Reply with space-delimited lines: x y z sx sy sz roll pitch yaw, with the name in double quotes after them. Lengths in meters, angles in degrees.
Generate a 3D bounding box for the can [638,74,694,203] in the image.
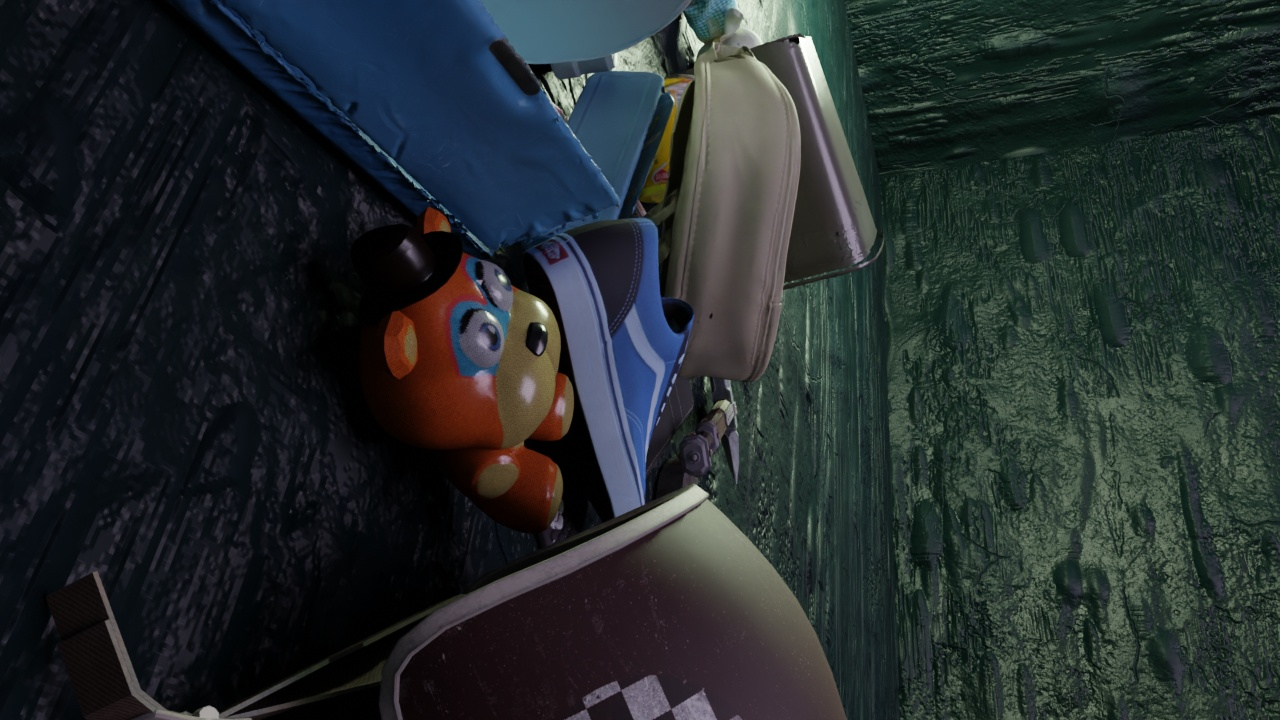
0.026 -0.196 0.825 0.067 0.068 0.105 -10 94 -70 "can"

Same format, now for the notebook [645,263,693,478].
-0.004 0.004 0.747 0.208 0.029 0.169 -44 125 -63 "notebook"

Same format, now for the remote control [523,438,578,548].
-0.061 0.091 0.597 0.046 0.009 0.124 -59 139 -58 "remote control"

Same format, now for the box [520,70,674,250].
-0.023 -0.126 0.644 0.064 0.069 0.209 83 17 -46 "box"

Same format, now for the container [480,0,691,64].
-0.055 -0.281 0.455 0.189 0.190 0.186 39 50 -62 "container"

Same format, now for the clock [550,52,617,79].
-0.045 -0.264 0.652 0.159 0.045 0.122 -72 156 -78 "clock"

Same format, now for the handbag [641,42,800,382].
0.038 -0.111 0.712 0.183 0.132 0.230 -97 -165 -54 "handbag"

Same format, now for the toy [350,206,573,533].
-0.085 0.006 0.451 0.176 0.096 0.112 50 32 -40 "toy"

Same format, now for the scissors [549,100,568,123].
-0.040 -0.112 0.699 0.179 0.016 0.108 45 42 -59 "scissors"

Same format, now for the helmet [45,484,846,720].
-0.033 0.161 0.388 0.233 0.233 0.253 114 -48 -80 "helmet"

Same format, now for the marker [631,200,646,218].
-0.018 -0.146 0.764 0.145 0.017 0.017 52 38 -56 "marker"

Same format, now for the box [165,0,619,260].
-0.094 -0.141 0.424 0.231 0.110 0.094 46 43 -59 "box"

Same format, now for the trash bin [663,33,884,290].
0.121 -0.194 0.929 0.197 0.198 0.220 -45 120 -65 "trash bin"

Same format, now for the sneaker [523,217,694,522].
-0.001 0.019 0.582 0.083 0.098 0.242 49 -26 46 "sneaker"

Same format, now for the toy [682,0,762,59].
0.095 -0.364 1.034 0.205 0.131 0.105 35 72 -49 "toy"

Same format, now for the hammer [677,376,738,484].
0.066 0.066 0.835 0.316 0.028 0.147 -21 102 -79 "hammer"

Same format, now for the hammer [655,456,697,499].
0.055 0.238 0.846 0.111 0.028 0.301 -28 111 -69 "hammer"
